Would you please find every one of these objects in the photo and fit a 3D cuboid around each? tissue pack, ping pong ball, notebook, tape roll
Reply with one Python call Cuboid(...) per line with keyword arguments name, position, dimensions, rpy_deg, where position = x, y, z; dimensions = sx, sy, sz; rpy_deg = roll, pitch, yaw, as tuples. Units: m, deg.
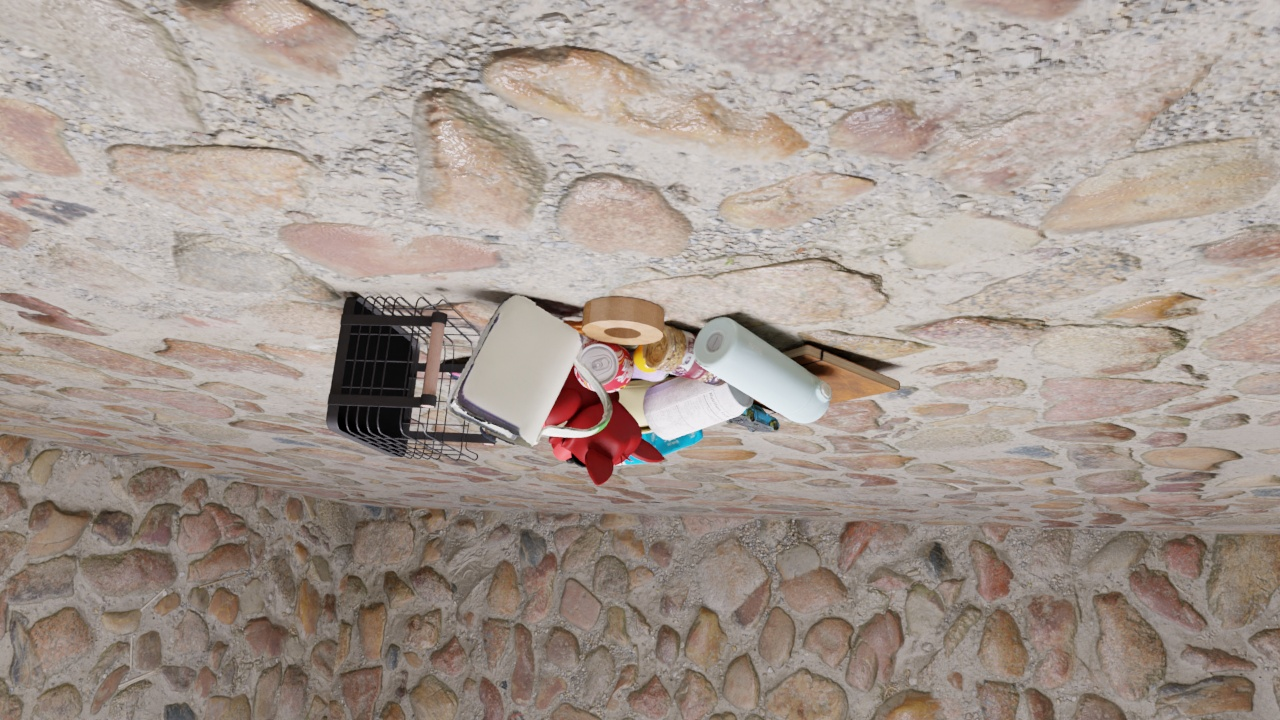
Cuboid(name="tissue pack", position=(0.005, 0.125, 1.489), dimensions=(0.117, 0.066, 0.208), rpy_deg=(-6, -174, 36))
Cuboid(name="ping pong ball", position=(0.011, -0.004, 1.169), dimensions=(0.040, 0.040, 0.040), rpy_deg=(4, 165, 1))
Cuboid(name="notebook", position=(0.198, 0.030, 1.255), dimensions=(0.178, 0.014, 0.250), rpy_deg=(19, 160, -28))
Cuboid(name="tape roll", position=(-0.020, -0.044, 1.055), dimensions=(0.094, 0.027, 0.094), rpy_deg=(4, 165, 1))

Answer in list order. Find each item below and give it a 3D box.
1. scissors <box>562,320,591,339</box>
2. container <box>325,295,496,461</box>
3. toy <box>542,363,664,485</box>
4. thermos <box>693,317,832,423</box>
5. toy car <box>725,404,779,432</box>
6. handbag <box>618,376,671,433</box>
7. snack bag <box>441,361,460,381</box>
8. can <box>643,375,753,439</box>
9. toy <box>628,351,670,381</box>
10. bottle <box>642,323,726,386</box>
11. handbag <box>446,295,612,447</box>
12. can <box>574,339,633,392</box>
Cuboid(name="scissors", position=(-0.042, -0.032, 1.137), dimensions=(0.131, 0.012, 0.074), rpy_deg=(7, 168, -17))
Cuboid(name="container", position=(-0.268, 0.028, 1.129), dimensions=(0.130, 0.162, 0.241), rpy_deg=(2, 165, 9))
Cuboid(name="toy", position=(-0.076, 0.080, 1.222), dimensions=(0.121, 0.197, 0.158), rpy_deg=(-52, 158, 26))
Cuboid(name="thermos", position=(0.153, 0.017, 1.110), dimensions=(0.078, 0.065, 0.206), rpy_deg=(-19, 145, 39))
Cuboid(name="toy car", position=(0.165, 0.084, 1.356), dimensions=(0.048, 0.032, 0.105), rpy_deg=(-8, 157, 43))
Cuboid(name="handbag", position=(0.030, 0.066, 1.351), dimensions=(0.119, 0.081, 0.111), rpy_deg=(-4, 176, 20))
Cuboid(name="snack bag", position=(-0.219, 0.030, 1.318), dimensions=(0.155, 0.018, 0.074), rpy_deg=(6, 151, 41))
Cuboid(name="can", position=(0.076, 0.052, 1.219), dimensions=(0.136, 0.078, 0.078), rpy_deg=(-23, 152, 33))
Cuboid(name="toy", position=(-0.007, 0.007, 1.230), dimensions=(0.100, 0.036, 0.080), rpy_deg=(7, 176, 2))
Cuboid(name="bottle", position=(0.060, -0.006, 1.121), dimensions=(0.105, 0.056, 0.056), rpy_deg=(16, 161, -35))
Cuboid(name="handbag", position=(-0.115, 0.031, 1.050), dimensions=(0.176, 0.151, 0.074), rpy_deg=(29, 159, -13))
Cuboid(name="can", position=(-0.045, 0.007, 1.142), dimensions=(0.064, 0.064, 0.104), rpy_deg=(2, 178, 7))
